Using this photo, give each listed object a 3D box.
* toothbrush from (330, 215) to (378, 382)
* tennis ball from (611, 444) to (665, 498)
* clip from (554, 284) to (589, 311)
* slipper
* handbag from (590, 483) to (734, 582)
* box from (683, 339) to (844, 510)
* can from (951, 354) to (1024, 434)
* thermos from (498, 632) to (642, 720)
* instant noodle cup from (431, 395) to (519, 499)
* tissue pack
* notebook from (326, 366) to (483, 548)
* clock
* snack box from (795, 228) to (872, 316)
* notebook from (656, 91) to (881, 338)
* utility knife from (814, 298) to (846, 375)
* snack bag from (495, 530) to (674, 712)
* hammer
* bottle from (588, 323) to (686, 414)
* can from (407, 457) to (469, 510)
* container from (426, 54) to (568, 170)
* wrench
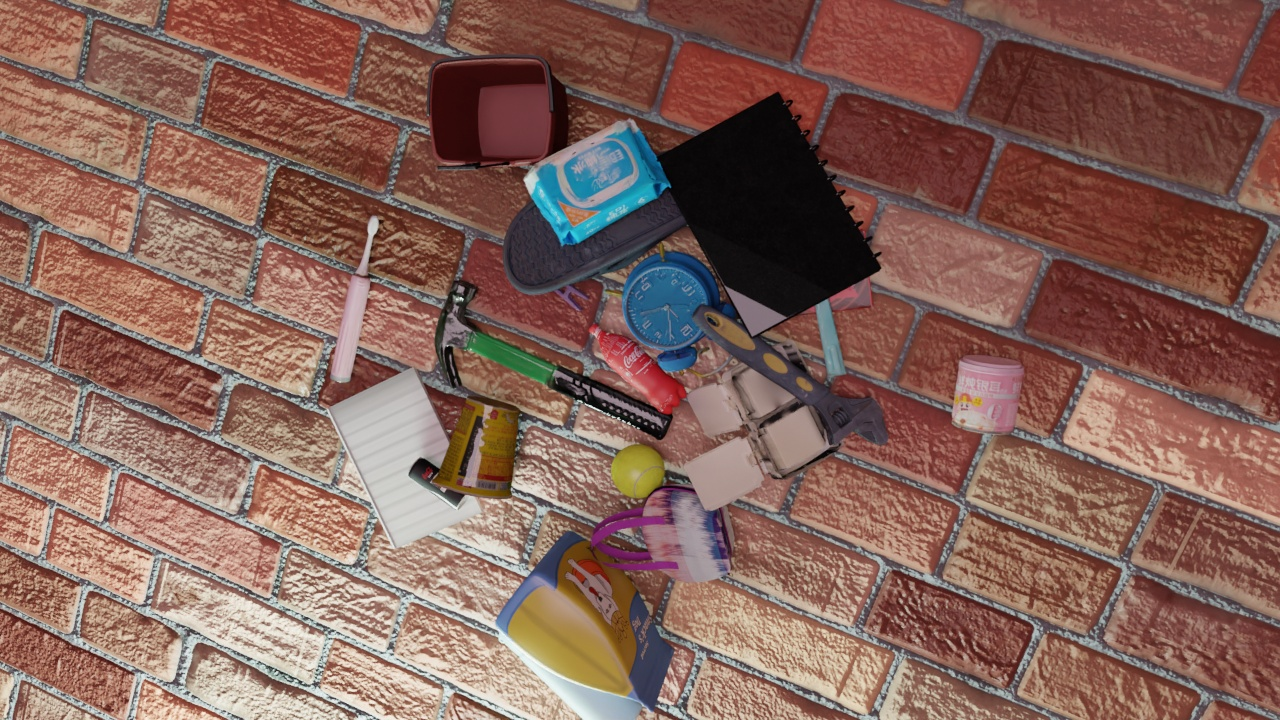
[{"bbox_3d":[-0.366,-0.079,1.187,0.027,0.026,0.223,9,104,-32],"label":"toothbrush"},{"bbox_3d":[-0.003,0.134,1.113,0.065,0.065,0.065,2,99,13],"label":"tennis ball"},{"bbox_3d":[-0.089,-0.082,1.127,0.052,0.013,0.036,35,104,8],"label":"clip"},{"bbox_3d":[-0.036,-0.161,1.076,0.268,0.083,0.110,-25,81,-1],"label":"slipper"},{"bbox_3d":[0.023,0.215,1.110,0.170,0.067,0.145,-9,115,14],"label":"handbag"},{"bbox_3d":[0.125,0.074,1.074,0.186,0.101,0.145,-25,90,-5],"label":"box"},{"bbox_3d":[0.380,0.036,1.006,0.067,0.067,0.076,7,101,12],"label":"can"},{"bbox_3d":[-0.093,0.394,1.176,0.207,0.065,0.078,43,122,4],"label":"thermos"},{"bbox_3d":[-0.195,0.106,1.147,0.100,0.100,0.112,15,91,11],"label":"instant noodle cup"},{"bbox_3d":[-0.047,-0.199,1.010,0.144,0.062,0.093,-30,79,-5],"label":"tissue pack"},{"bbox_3d":[-0.313,0.131,1.216,0.143,0.009,0.210,-24,93,15],"label":"notebook"},{"bbox_3d":[0.046,-0.053,1.073,0.117,0.060,0.161,-42,93,16],"label":"clock"},{"bbox_3d":[0.194,-0.098,1.052,0.133,0.021,0.089,-6,100,14],"label":"snack box"},{"bbox_3d":[0.142,-0.165,1.019,0.169,0.019,0.231,-28,82,1],"label":"notebook"},{"bbox_3d":[0.208,-0.056,1.037,0.022,0.015,0.158,-16,104,-6],"label":"utility knife"},{"bbox_3d":[-0.052,0.320,1.107,0.205,0.158,0.102,38,104,4],"label":"snack bag"},{"bbox_3d":[-0.111,0.019,1.140,0.319,0.032,0.130,24,103,8],"label":"hammer"},{"bbox_3d":[-0.007,0.006,1.105,0.141,0.041,0.042,42,105,6],"label":"bottle"},{"bbox_3d":[-0.260,0.159,1.186,0.080,0.031,0.031,33,104,6],"label":"can"},{"bbox_3d":[-0.164,-0.271,1.017,0.148,0.200,0.127,2,99,13],"label":"container"},{"bbox_3d":[0.172,0.020,1.034,0.273,0.022,0.073,35,75,-10],"label":"wrench"}]
